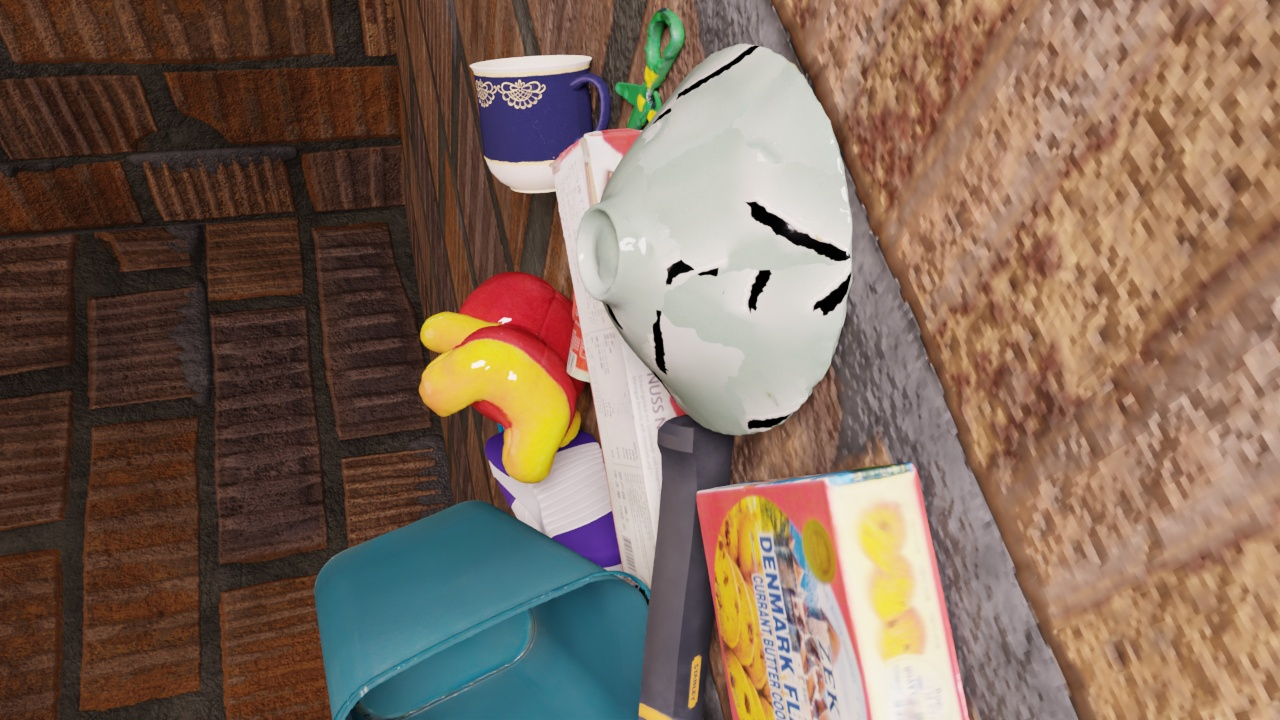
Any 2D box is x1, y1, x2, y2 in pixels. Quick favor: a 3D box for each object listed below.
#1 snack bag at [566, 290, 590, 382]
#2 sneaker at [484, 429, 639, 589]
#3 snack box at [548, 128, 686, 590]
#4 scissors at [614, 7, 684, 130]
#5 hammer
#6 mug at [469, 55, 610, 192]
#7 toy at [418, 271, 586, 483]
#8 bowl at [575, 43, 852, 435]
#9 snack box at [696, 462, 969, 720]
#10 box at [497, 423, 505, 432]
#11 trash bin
[{"bbox_3d":[-0.028,-0.062,0.647,0.087,0.044,0.155,32,124,58],"label":"snack bag"},{"bbox_3d":[-0.063,0.141,0.774,0.244,0.091,0.111,-138,39,-59],"label":"sneaker"},{"bbox_3d":[-0.003,0.003,0.560,0.077,0.044,0.273,175,85,-69],"label":"snack box"},{"bbox_3d":[0.006,-0.141,0.536,0.132,0.012,0.108,134,127,-68],"label":"scissors"},{"bbox_3d":[0.014,0.183,0.497,0.035,0.139,0.313,12,103,36],"label":"hammer"},{"bbox_3d":[-0.065,-0.170,0.664,0.112,0.085,0.089,14,119,35],"label":"mug"},{"bbox_3d":[-0.098,0.000,0.741,0.147,0.099,0.216,49,-165,-17],"label":"toy"},{"bbox_3d":[0.010,-0.050,0.402,0.174,0.067,0.174,20,113,59],"label":"bowl"},{"bbox_3d":[0.073,0.118,0.371,0.145,0.040,0.142,146,116,-72],"label":"snack box"},{"bbox_3d":[-0.116,0.136,0.991,0.176,0.060,0.243,104,154,-52],"label":"box"},{"bbox_3d":[-0.110,0.210,0.608,0.219,0.198,0.197,21,127,60],"label":"trash bin"}]
